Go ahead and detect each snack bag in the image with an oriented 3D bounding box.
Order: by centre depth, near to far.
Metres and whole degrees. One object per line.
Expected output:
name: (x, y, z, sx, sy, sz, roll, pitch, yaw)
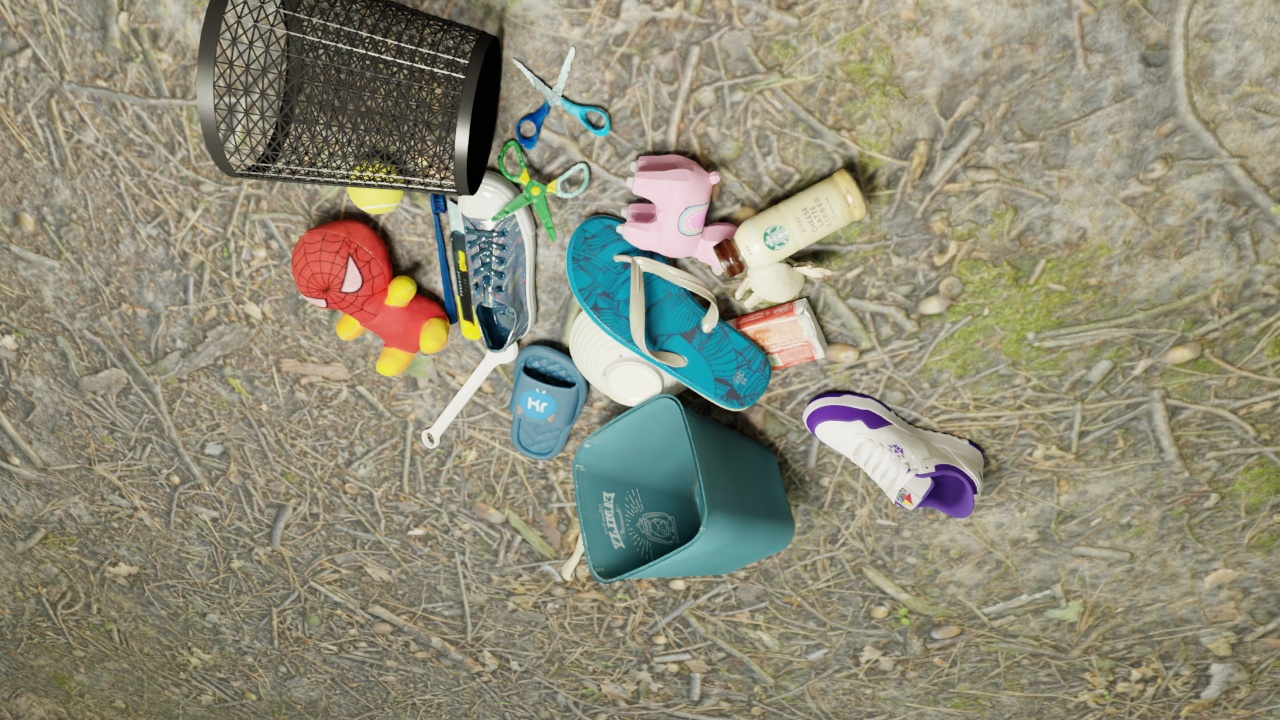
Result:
snack bag: (0.161, -0.025, 1.114, 0.116, 0.036, 0.077, -16, 121, 26)

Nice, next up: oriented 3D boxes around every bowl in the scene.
bowl: (-0.007, 0.007, 1.135, 0.177, 0.070, 0.178, 5, 132, 5)

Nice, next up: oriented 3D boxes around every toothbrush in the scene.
toothbrush: (-0.245, -0.125, 1.155, 0.017, 0.016, 0.190, 4, 129, 3)

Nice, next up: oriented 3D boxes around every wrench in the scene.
wrench: (-0.245, 0.046, 1.285, 0.047, 0.009, 0.274, 51, 129, 10)

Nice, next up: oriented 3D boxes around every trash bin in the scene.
trash bin: (-0.279, -0.271, 0.934, 0.243, 0.216, 0.217, 11, 130, -2)
trash bin: (0.064, 0.177, 1.168, 0.200, 0.196, 0.218, -32, 146, 33)

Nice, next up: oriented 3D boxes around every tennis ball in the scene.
tennis ball: (-0.310, -0.205, 1.076, 0.065, 0.065, 0.065, 7, 129, 9)

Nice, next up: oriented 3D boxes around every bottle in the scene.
bottle: (0.157, -0.141, 0.976, 0.162, 0.056, 0.056, -28, 119, 7)

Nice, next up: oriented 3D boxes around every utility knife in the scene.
utility knife: (-0.223, -0.111, 1.159, 0.029, 0.020, 0.203, 5, 128, 8)

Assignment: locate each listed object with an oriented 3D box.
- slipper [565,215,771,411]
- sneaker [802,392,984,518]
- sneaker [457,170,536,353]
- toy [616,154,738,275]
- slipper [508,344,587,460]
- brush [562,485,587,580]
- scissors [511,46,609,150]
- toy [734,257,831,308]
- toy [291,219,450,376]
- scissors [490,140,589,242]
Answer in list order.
slipper: (0.032, -0.049, 1.061, 0.295, 0.060, 0.118, 40, 89, -6)
sneaker: (0.315, 0.129, 1.148, 0.244, 0.110, 0.092, 20, 130, -1)
sneaker: (-0.172, -0.110, 1.106, 0.087, 0.079, 0.236, 5, 129, 11)
toy: (0.056, -0.158, 1.018, 0.157, 0.067, 0.124, 14, 127, -3)
slipper: (-0.130, 0.067, 1.251, 0.104, 0.059, 0.214, 14, 131, 0)
brush: (-0.083, 0.259, 1.400, 0.077, 0.061, 0.273, 21, 134, 3)
scissors: (-0.096, -0.276, 0.996, 0.127, 0.014, 0.134, 42, 125, -16)
toy: (0.157, -0.094, 1.040, 0.112, 0.050, 0.087, -30, 151, 25)
toy: (-0.343, -0.085, 1.160, 0.148, 0.098, 0.216, -28, 118, 22)
scissors: (-0.115, -0.194, 1.037, 0.131, 0.011, 0.125, -22, 90, 1)
